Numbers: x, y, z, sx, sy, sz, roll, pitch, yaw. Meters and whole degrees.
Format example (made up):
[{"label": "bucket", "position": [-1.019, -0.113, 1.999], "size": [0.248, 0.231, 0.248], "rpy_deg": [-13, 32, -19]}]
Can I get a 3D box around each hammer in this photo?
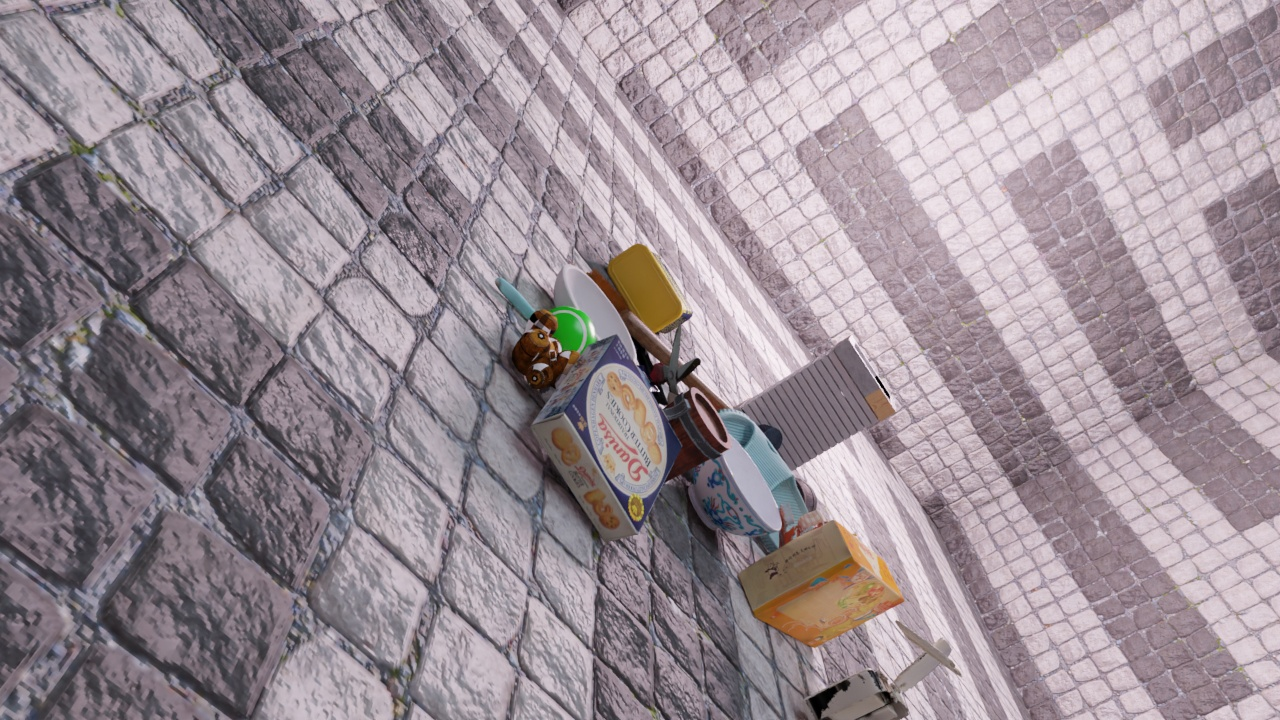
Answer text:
[{"label": "hammer", "position": [0.078, 0.030, 1.392], "size": [0.321, 0.040, 0.129], "rpy_deg": [42, -13, -27]}]

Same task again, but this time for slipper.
[{"label": "slipper", "position": [0.180, 0.183, 1.308], "size": [0.115, 0.070, 0.276], "rpy_deg": [-42, 107, -31]}]

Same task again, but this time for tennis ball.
[{"label": "tennis ball", "position": [-0.081, -0.026, 0.994], "size": [0.065, 0.065, 0.065], "rpy_deg": [51, 16, -21]}]

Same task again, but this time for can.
[{"label": "can", "position": [0.019, -0.111, 1.474], "size": [0.135, 0.075, 0.104], "rpy_deg": [59, 13, 9]}]

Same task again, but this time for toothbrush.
[{"label": "toothbrush", "position": [-0.104, -0.030, 1.031], "size": [0.180, 0.016, 0.016], "rpy_deg": [48, 26, -31]}]

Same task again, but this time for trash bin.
[{"label": "trash bin", "position": [0.300, 0.085, 1.609], "size": [0.142, 0.247, 0.142], "rpy_deg": [58, 15, 4]}]

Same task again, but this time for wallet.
[{"label": "wallet", "position": [-0.007, 0.007, 1.232], "size": [0.089, 0.026, 0.114], "rpy_deg": [40, 22, -49]}]

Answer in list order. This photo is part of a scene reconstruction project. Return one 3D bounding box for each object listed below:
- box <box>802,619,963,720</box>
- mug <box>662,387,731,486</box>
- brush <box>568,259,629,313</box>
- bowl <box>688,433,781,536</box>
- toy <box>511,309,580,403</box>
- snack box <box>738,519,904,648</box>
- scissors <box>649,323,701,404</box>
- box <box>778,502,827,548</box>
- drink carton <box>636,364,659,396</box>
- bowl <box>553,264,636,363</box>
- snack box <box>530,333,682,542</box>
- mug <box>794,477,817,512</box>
[{"label": "box", "position": [0.284, 0.377, 1.082], "size": [0.143, 0.180, 0.080], "rpy_deg": [49, 14, -50]}, {"label": "mug", "position": [0.023, 0.084, 1.005], "size": [0.117, 0.111, 0.081], "rpy_deg": [40, 22, -47]}, {"label": "brush", "position": [-0.058, -0.107, 1.329], "size": [0.126, 0.017, 0.048], "rpy_deg": [44, 19, -39]}, {"label": "bowl", "position": [0.109, 0.170, 1.169], "size": [0.144, 0.074, 0.143], "rpy_deg": [51, 16, -21]}, {"label": "toy", "position": [-0.081, 0.012, 0.922], "size": [0.112, 0.067, 0.087], "rpy_deg": [39, 23, -14]}, {"label": "snack box", "position": [0.235, 0.287, 1.187], "size": [0.195, 0.145, 0.080], "rpy_deg": [40, 23, -47]}, {"label": "scissors", "position": [0.028, 0.046, 1.093], "size": [0.199, 0.015, 0.179], "rpy_deg": [2, -79, 64]}, {"label": "box", "position": [0.217, 0.252, 1.246], "size": [0.067, 0.056, 0.187], "rpy_deg": [42, -24, 32]}, {"label": "drink carton", "position": [-0.029, 0.035, 1.034], "size": [0.040, 0.064, 0.130], "rpy_deg": [60, 14, 11]}, {"label": "bowl", "position": [-0.065, -0.045, 1.128], "size": [0.149, 0.043, 0.149], "rpy_deg": [51, 16, -21]}, {"label": "snack box", "position": [-0.027, 0.073, 0.882], "size": [0.144, 0.043, 0.144], "rpy_deg": [60, 32, -21]}, {"label": "mug", "position": [0.216, 0.211, 1.446], "size": [0.116, 0.080, 0.107], "rpy_deg": [34, 4, 24]}]
